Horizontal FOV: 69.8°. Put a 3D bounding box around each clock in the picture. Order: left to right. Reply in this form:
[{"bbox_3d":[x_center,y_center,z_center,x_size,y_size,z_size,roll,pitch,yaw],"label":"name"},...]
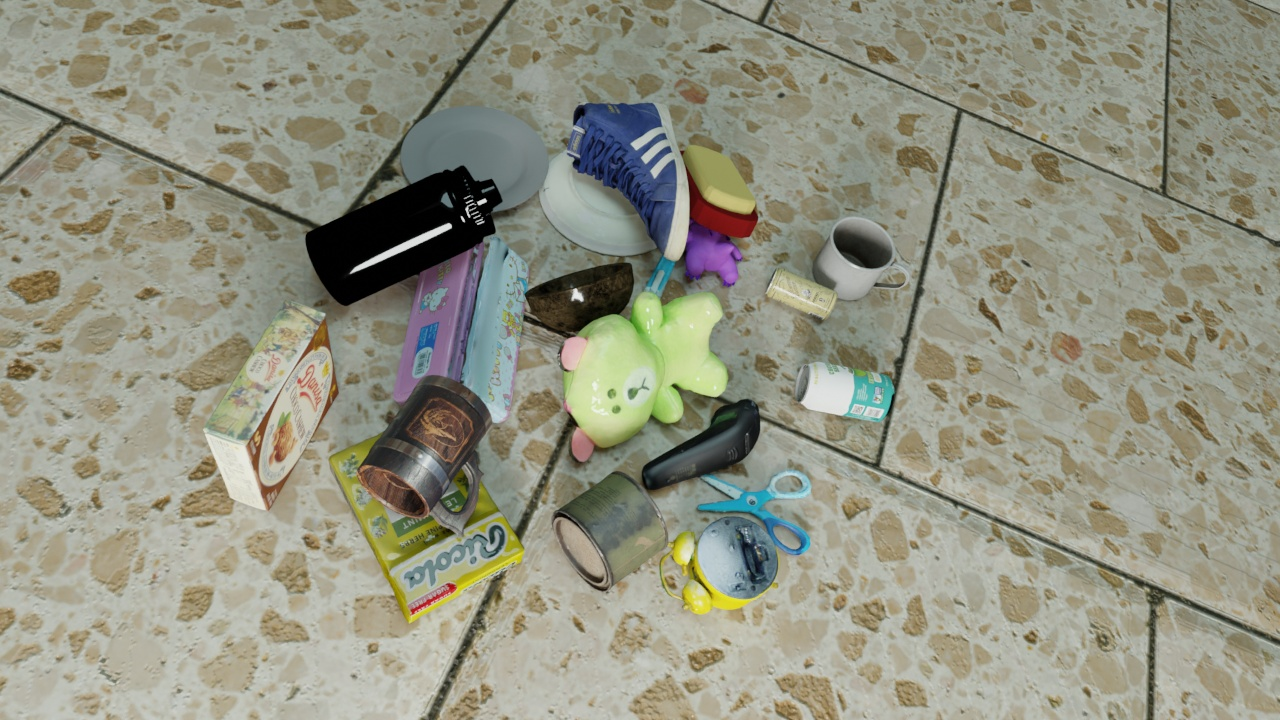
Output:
[{"bbox_3d":[0.077,0.201,0.894,0.118,0.057,0.083,-5,61,-17],"label":"clock"}]

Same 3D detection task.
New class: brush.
[{"bbox_3d":[0.091,-0.214,1.127,0.082,0.042,0.173,12,33,-22],"label":"brush"}]

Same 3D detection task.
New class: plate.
[{"bbox_3d":[-0.202,-0.246,1.127,0.178,0.012,0.178,5,57,-7],"label":"plate"},{"bbox_3d":[-0.034,-0.212,1.139,0.182,0.034,0.182,6,57,-10],"label":"plate"}]

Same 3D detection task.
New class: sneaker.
[{"bbox_3d":[-0.021,-0.221,1.070,0.118,0.092,0.232,4,57,-17],"label":"sneaker"}]

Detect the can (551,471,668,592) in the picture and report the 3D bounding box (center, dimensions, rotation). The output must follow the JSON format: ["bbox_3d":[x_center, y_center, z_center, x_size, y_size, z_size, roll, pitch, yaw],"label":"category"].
[{"bbox_3d":[-0.030,0.163,0.872,0.074,0.090,0.090,-32,71,-28],"label":"can"}]

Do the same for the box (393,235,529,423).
[{"bbox_3d":[-0.188,-0.033,0.993,0.090,0.091,0.213,-16,53,27],"label":"box"}]

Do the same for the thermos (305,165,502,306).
[{"bbox_3d":[-0.238,-0.137,0.962,0.198,0.086,0.086,-24,64,3],"label":"thermos"}]

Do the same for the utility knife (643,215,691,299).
[{"bbox_3d":[0.043,-0.137,1.122,0.022,0.015,0.166,25,58,2],"label":"utility knife"}]

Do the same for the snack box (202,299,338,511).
[{"bbox_3d":[-0.332,0.043,0.839,0.041,0.143,0.146,20,56,-1],"label":"snack box"}]

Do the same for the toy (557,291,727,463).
[{"bbox_3d":[-0.006,0.006,0.968,0.196,0.150,0.107,-16,21,-20],"label":"toy"}]

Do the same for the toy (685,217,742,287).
[{"bbox_3d":[0.083,-0.143,1.111,0.106,0.056,0.088,8,44,-34],"label":"toy"}]

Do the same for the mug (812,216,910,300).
[{"bbox_3d":[0.274,-0.117,1.135,0.113,0.071,0.084,37,57,10],"label":"mug"}]

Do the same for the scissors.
[{"bbox_3d":[0.123,0.159,0.959,0.139,0.013,0.118,-2,57,-18],"label":"scissors"}]

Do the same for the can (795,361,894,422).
[{"bbox_3d":[0.231,0.035,1.038,0.101,0.055,0.054,11,57,-7],"label":"can"}]

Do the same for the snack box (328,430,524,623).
[{"bbox_3d":[-0.205,0.139,0.870,0.121,0.045,0.181,-24,68,-26],"label":"snack box"}]

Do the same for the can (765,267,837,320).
[{"bbox_3d":[0.194,-0.081,1.112,0.079,0.038,0.038,24,56,1],"label":"can"}]

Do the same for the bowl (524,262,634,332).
[{"bbox_3d":[-0.061,-0.063,1.007,0.121,0.121,0.056,-22,106,-25],"label":"bowl"}]

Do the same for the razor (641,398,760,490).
[{"bbox_3d":[0.064,0.091,0.973,0.151,0.054,0.067,-25,39,-18],"label":"razor"}]

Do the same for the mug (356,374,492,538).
[{"bbox_3d":[-0.184,0.091,0.843,0.116,0.080,0.107,43,51,-17],"label":"mug"}]
